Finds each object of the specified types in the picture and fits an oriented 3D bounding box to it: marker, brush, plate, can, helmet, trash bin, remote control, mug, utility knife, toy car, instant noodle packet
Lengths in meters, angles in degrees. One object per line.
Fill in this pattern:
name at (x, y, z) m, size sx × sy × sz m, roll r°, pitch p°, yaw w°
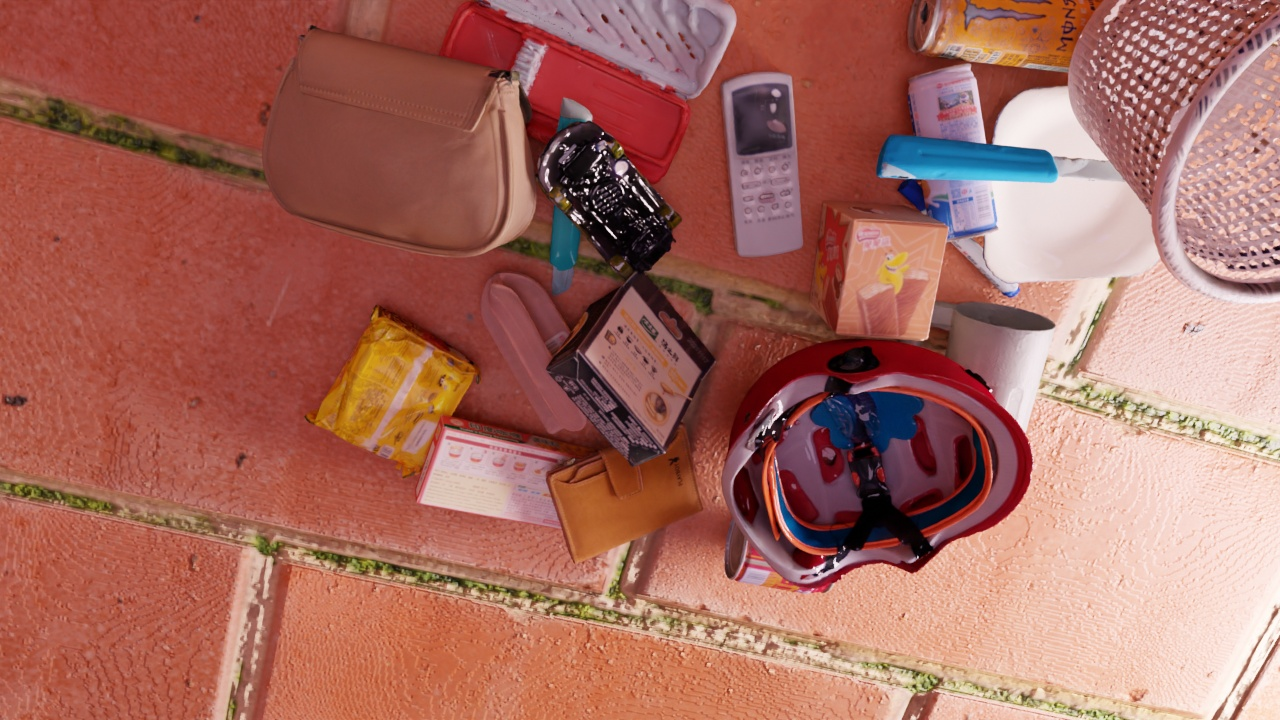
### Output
marker at (0.277, -0.105, 0.793) m, size 0.146 × 0.017 × 0.017 m, roll 40°, pitch 102°, yaw -15°
brush at (-0.085, -0.010, 0.772) m, size 0.063 × 0.073 × 0.145 m, roll -28°, pitch 106°, yaw 6°
plate at (0.367, -0.150, 0.774) m, size 0.164 × 0.034 × 0.164 m, roll -3°, pitch 109°, yaw -2°
can at (0.131, 0.179, 0.852) m, size 0.094 × 0.066 × 0.066 m, roll 12°, pitch 107°, yaw -7°
helmet at (0.187, 0.065, 0.767) m, size 0.240 × 0.143 × 0.207 m, roll -18°, pitch 119°, yaw 19°
trash bin at (0.411, -0.183, 0.630) m, size 0.227 × 0.191 × 0.228 m, roll -5°, pitch 127°, yaw -7°
remote control at (0.101, -0.161, 0.760) m, size 0.058 × 0.021 × 0.150 m, roll -9°, pitch 110°, yaw -1°
can at (0.289, -0.262, 0.719) m, size 0.146 × 0.058 × 0.058 m, roll 4°, pitch 108°, yaw -5°
mug at (0.287, 0.005, 0.805) m, size 0.124 × 0.083 × 0.103 m, roll 12°, pitch 111°, yaw 20°
utility knife at (0.282, -0.151, 0.709) m, size 0.208 × 0.018 × 0.034 m, roll 2°, pitch 77°, yaw -8°
utility knife at (-0.059, -0.127, 0.742) m, size 0.029 × 0.013 × 0.179 m, roll -1°, pitch 128°, yaw -14°
toy car at (-0.024, -0.126, 0.724) m, size 0.070 × 0.042 × 0.158 m, roll -45°, pitch 135°, yaw -1°
instant noodle packet at (-0.212, 0.030, 0.793) m, size 0.110 × 0.044 × 0.128 m, roll 32°, pitch 106°, yaw -15°
can at (0.252, -0.166, 0.742) m, size 0.053 × 0.053 × 0.134 m, roll -12°, pitch 99°, yaw 0°

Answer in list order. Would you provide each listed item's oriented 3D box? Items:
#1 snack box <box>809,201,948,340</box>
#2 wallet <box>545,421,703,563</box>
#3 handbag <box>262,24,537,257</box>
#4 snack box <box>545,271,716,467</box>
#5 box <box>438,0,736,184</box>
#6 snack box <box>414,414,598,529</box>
snack box at (0.192, -0.076, 0.757) m, size 0.077 × 0.092 × 0.094 m, roll 3°, pitch 109°, yaw -5°
wallet at (-0.015, 0.111, 0.819) m, size 0.130 × 0.035 × 0.119 m, roll -20°, pitch 125°, yaw -11°
handbag at (-0.176, -0.161, 0.696) m, size 0.204 × 0.099 × 0.148 m, roll 15°, pitch 112°, yaw 8°
snack box at (-0.005, 0.005, 0.771) m, size 0.053 × 0.125 × 0.113 m, roll -27°, pitch 110°, yaw 36°
box at (-0.045, -0.241, 0.710) m, size 0.201 × 0.049 × 0.161 m, roll 22°, pitch 114°, yaw -10°
snack box at (-0.113, 0.103, 0.813) m, size 0.155 × 0.027 × 0.077 m, roll 16°, pitch 108°, yaw -24°
